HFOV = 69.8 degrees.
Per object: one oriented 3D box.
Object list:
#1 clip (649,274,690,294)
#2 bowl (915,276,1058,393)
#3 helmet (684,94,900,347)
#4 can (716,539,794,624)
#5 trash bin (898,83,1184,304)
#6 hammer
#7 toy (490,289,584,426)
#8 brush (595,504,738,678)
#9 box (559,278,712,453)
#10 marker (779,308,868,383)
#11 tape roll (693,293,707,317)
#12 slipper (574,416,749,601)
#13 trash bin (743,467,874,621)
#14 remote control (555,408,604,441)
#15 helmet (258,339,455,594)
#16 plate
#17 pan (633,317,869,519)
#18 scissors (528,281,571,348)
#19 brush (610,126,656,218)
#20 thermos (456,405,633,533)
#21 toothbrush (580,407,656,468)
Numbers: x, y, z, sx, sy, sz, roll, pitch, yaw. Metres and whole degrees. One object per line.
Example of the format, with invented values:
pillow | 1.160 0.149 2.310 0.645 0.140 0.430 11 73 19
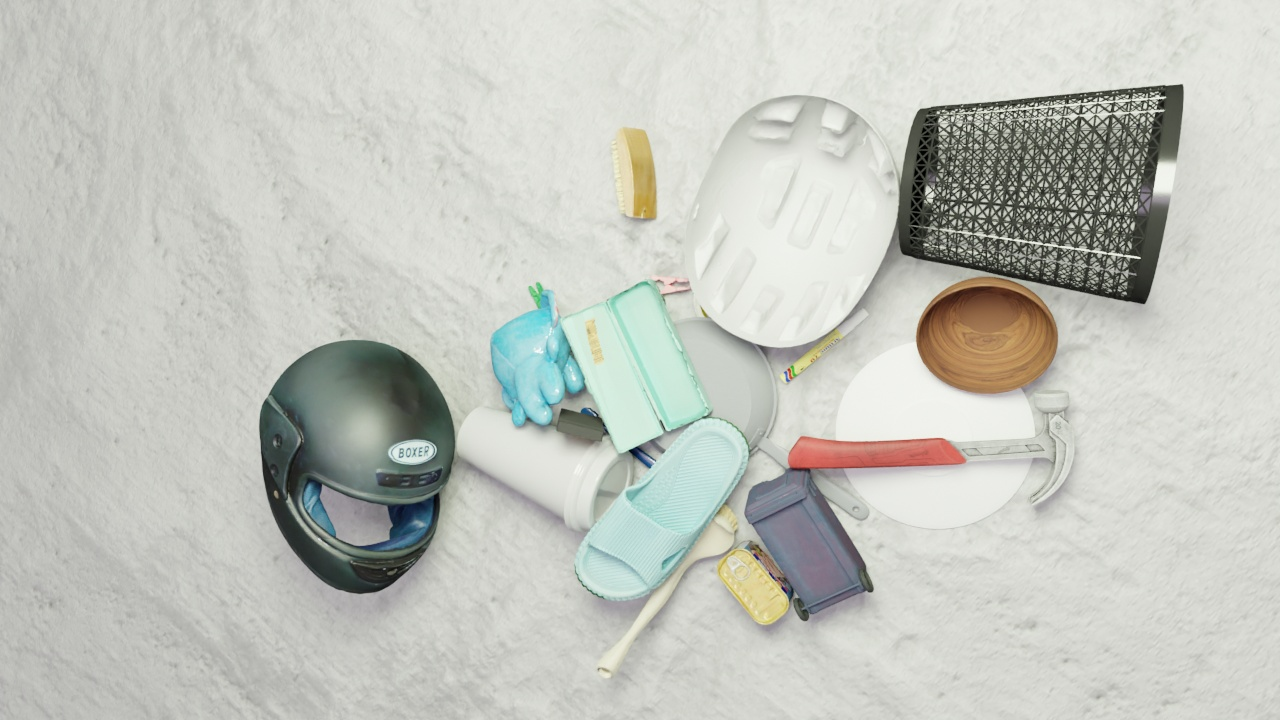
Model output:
clip | 0.036 -0.094 1.194 0.060 0.023 0.044 22 105 18
bowl | 0.392 -0.040 1.039 0.147 0.068 0.147 12 129 15
helmet | 0.177 -0.154 1.056 0.224 0.183 0.282 21 93 22
can | 0.147 0.278 1.162 0.054 0.059 0.100 -43 81 16
trash bin | 0.414 -0.181 0.971 0.243 0.216 0.217 9 96 24
hammer | 0.330 0.108 1.063 0.316 0.036 0.126 -4 95 12
toy | -0.125 0.010 1.187 0.184 0.114 0.180 -62 37 24
brush | 0.031 0.296 1.175 0.062 0.077 0.272 37 92 7
box | -0.006 0.007 1.149 0.138 0.057 0.187 -23 88 7
marker | 0.227 -0.018 1.138 0.132 0.014 0.014 -41 81 17
tape roll | 0.115 -0.077 1.169 0.094 0.019 0.094 1 95 18
slipper | 0.028 0.187 1.118 0.116 0.069 0.276 39 94 -1
trash bin | 0.200 0.215 1.108 0.094 0.092 0.161 -30 98 19
remote control | -0.076 0.081 1.160 0.058 0.133 0.013 14 93 -4
helmet | -0.361 0.118 1.210 0.237 0.248 0.316 -46 59 32
plate | 0.348 0.091 1.096 0.230 0.030 0.229 1 94 19
pan | 0.135 0.091 1.159 0.356 0.050 0.201 37 111 14
scissors | -0.123 -0.048 1.256 0.071 0.014 0.130 -38 83 17
brush | -0.010 -0.240 1.186 0.039 0.049 0.117 -4 94 41
thermos | -0.131 0.134 1.218 0.222 0.131 0.131 20 100 24
toothbrush | -0.003 0.121 1.225 0.190 0.017 0.016 37 104 12
